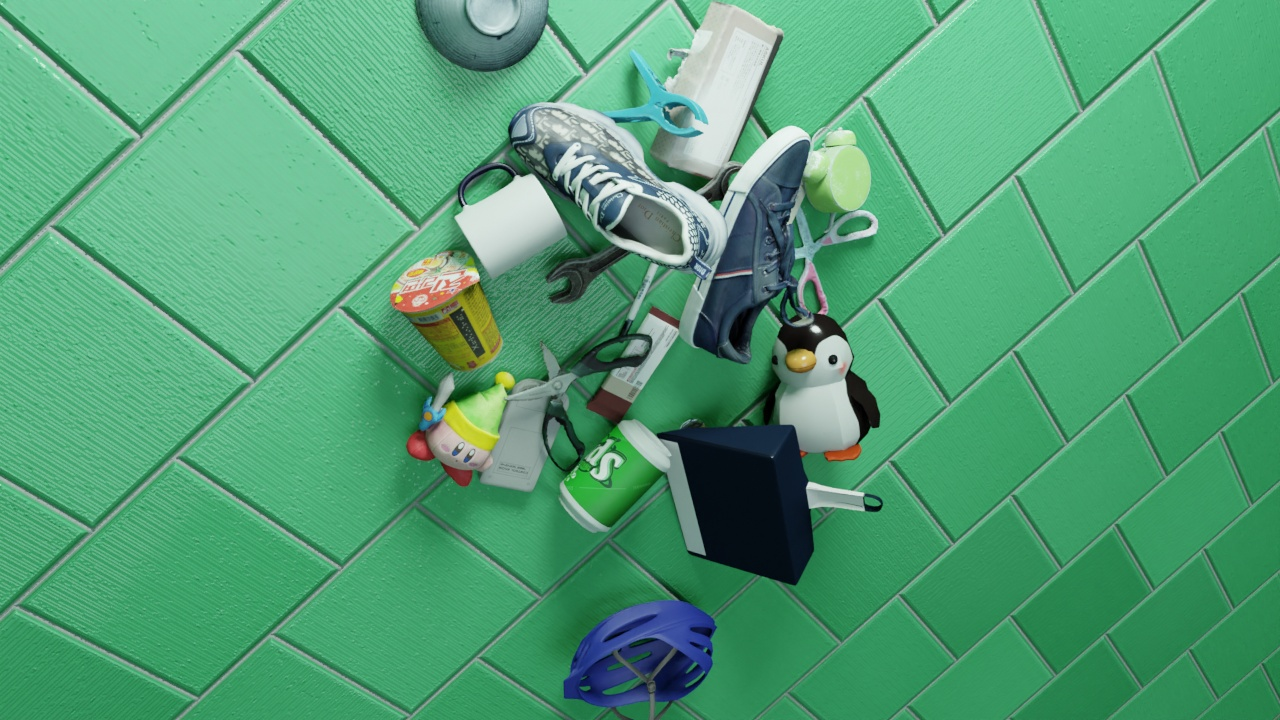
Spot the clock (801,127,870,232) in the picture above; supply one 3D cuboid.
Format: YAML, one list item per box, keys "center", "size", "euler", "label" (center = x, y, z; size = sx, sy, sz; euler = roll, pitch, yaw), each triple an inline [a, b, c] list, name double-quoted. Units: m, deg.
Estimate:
- center: [0.239, -0.228, 1.121]
  size: [0.094, 0.043, 0.119]
  euler: [-47, 121, -26]
  label: "clock"

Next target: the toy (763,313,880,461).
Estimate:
- center: [0.237, 0.022, 1.221]
  size: [0.139, 0.159, 0.184]
  euler: [-40, 123, -52]
  label: "toy"

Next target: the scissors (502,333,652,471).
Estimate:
- center: [-0.073, 0.050, 1.142]
  size: [0.201, 0.015, 0.206]
  euler: [-15, 125, -21]
  label: "scissors"

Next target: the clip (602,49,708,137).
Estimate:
- center: [0.024, -0.282, 0.991]
  size: [0.026, 0.116, 0.097]
  euler: [-10, 128, -62]
  label: "clip"

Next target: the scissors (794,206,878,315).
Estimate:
- center: [0.237, -0.139, 1.196]
  size: [0.177, 0.013, 0.170]
  euler: [-26, 117, -6]
  label: "scissors"

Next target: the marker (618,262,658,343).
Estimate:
- center: [0.005, -0.089, 1.130]
  size: [0.011, 0.011, 0.152]
  euler: [16, 108, -27]
  label: "marker"

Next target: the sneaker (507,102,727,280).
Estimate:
- center: [-0.029, -0.176, 0.964]
  size: [0.269, 0.132, 0.103]
  euler: [36, 110, -4]
  label: "sneaker"

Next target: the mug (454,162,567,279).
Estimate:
- center: [-0.150, -0.161, 1.003]
  size: [0.097, 0.078, 0.112]
  euler: [-31, 93, -5]
  label: "mug"

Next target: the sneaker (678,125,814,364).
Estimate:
- center: [0.154, -0.123, 1.086]
  size: [0.120, 0.127, 0.295]
  euler: [-14, 131, -53]
  label: "sneaker"

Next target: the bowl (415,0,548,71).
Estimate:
- center: [-0.151, -0.354, 0.913]
  size: [0.137, 0.057, 0.137]
  euler: [-9, 117, -17]
  label: "bowl"

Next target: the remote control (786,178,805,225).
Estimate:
- center: [0.170, -0.177, 1.145]
  size: [0.038, 0.018, 0.126]
  euler: [18, 107, -15]
  label: "remote control"

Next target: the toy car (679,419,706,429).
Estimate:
- center: [0.080, 0.114, 1.247]
  size: [0.039, 0.027, 0.090]
  euler: [-29, 120, 0]
  label: "toy car"

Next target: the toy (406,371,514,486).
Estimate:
- center: [-0.210, 0.071, 1.096]
  size: [0.132, 0.096, 0.124]
  euler: [-40, 118, 22]
  label: "toy"

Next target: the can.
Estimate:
- center: [-0.033, 0.149, 1.185]
  size: [0.140, 0.088, 0.088]
  euler: [-46, 122, 4]
  label: "can"

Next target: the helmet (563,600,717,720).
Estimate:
- center: [0.017, 0.443, 1.266]
  size: [0.241, 0.227, 0.148]
  euler: [-10, 127, -16]
  label: "helmet"

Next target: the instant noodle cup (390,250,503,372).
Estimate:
- center: [-0.209, -0.049, 1.025]
  size: [0.100, 0.100, 0.112]
  euler: [-29, 132, -6]
  label: "instant noodle cup"

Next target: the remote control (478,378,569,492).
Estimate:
- center: [-0.146, 0.094, 1.155]
  size: [0.074, 0.019, 0.151]
  euler: [15, 109, -27]
  label: "remote control"

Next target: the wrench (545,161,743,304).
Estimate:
- center: [0.006, -0.148, 1.070]
  size: [0.273, 0.010, 0.070]
  euler: [-32, 148, 4]
  label: "wrench"

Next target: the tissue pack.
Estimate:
- center: [0.076, -0.303, 1.030]
  size: [0.103, 0.071, 0.182]
  euler: [7, 116, -41]
  label: "tissue pack"

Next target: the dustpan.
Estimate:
- center: [0.179, 0.186, 1.229]
  size: [0.079, 0.274, 0.236]
  euler: [-49, 136, -40]
  label: "dustpan"

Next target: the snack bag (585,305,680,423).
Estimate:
- center: [-0.007, 0.007, 1.170]
  size: [0.057, 0.013, 0.158]
  euler: [26, 103, -31]
  label: "snack bag"
